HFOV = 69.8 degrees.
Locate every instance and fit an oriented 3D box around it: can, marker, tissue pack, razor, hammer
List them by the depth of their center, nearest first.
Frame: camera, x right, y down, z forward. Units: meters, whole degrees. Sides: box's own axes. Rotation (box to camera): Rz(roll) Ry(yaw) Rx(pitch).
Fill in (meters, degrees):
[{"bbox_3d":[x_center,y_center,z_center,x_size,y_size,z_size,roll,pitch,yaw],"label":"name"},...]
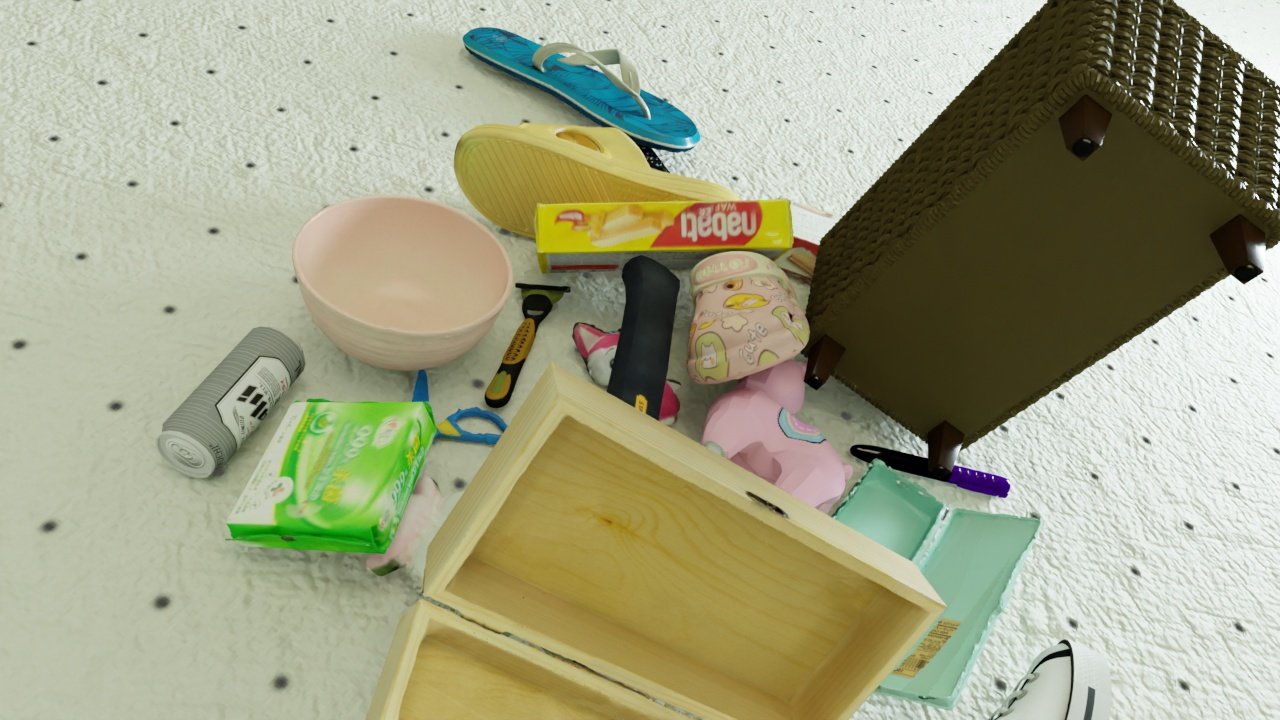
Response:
[{"bbox_3d":[-0.185,0.068,0.558,0.100,0.034,0.113,0,45,11],"label":"tissue pack"},{"bbox_3d":[-0.261,0.024,0.591,0.044,0.044,0.106,21,43,2],"label":"can"},{"bbox_3d":[-0.014,0.049,0.609,0.139,0.035,0.311,29,48,-24],"label":"hammer"},{"bbox_3d":[-0.092,-0.015,0.707,0.044,0.021,0.143,5,41,10],"label":"razor"},{"bbox_3d":[0.229,0.087,0.724,0.134,0.015,0.018,14,41,-6],"label":"marker"}]

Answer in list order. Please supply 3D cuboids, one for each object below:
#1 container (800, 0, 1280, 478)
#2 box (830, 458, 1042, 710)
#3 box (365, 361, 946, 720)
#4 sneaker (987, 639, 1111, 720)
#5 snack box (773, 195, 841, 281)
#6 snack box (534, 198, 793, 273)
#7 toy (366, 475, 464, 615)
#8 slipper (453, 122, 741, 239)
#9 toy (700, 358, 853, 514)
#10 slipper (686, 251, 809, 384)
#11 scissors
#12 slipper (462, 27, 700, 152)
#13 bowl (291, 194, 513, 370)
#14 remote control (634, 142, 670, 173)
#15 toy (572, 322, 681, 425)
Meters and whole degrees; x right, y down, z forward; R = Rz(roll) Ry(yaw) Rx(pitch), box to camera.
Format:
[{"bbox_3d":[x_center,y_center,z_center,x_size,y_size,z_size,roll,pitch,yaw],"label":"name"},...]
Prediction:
[{"bbox_3d":[0.269,-0.079,0.663,0.176,0.322,0.204,35,46,-5],"label":"container"},{"bbox_3d":[0.178,0.147,0.621,0.138,0.055,0.186,24,42,28],"label":"box"},{"bbox_3d":[0.005,0.164,0.458,0.247,0.119,0.252,30,66,-19],"label":"box"},{"bbox_3d":[0.185,0.242,0.513,0.097,0.091,0.244,25,43,27],"label":"sneaker"},{"bbox_3d":[0.251,-0.081,0.880,0.273,0.044,0.076,19,38,-2],"label":"snack box"},{"bbox_3d":[0.016,-0.100,0.747,0.200,0.092,0.042,-2,86,-4],"label":"snack box"},{"bbox_3d":[-0.120,0.108,0.562,0.109,0.041,0.095,17,46,5],"label":"toy"},{"bbox_3d":[-0.033,-0.151,0.811,0.263,0.100,0.078,13,42,-13],"label":"slipper"},{"bbox_3d":[0.098,0.057,0.672,0.123,0.067,0.157,35,41,14],"label":"toy"},{"bbox_3d":[0.079,-0.049,0.714,0.093,0.081,0.196,-15,17,15],"label":"slipper"},{"bbox_3d":[-0.151,0.053,0.627,0.125,0.013,0.126,8,42,-14],"label":"scissors"},{"bbox_3d":[-0.056,-0.306,0.971,0.295,0.060,0.118,30,31,15],"label":"slipper"},{"bbox_3d":[-0.174,-0.046,0.669,0.153,0.076,0.152,11,44,-11],"label":"bowl"},{"bbox_3d":[0.011,-0.179,0.905,0.045,0.021,0.140,-5,47,-33],"label":"remote control"},{"bbox_3d":[-0.004,0.004,0.703,0.065,0.050,0.102,-11,56,-34],"label":"toy"}]
